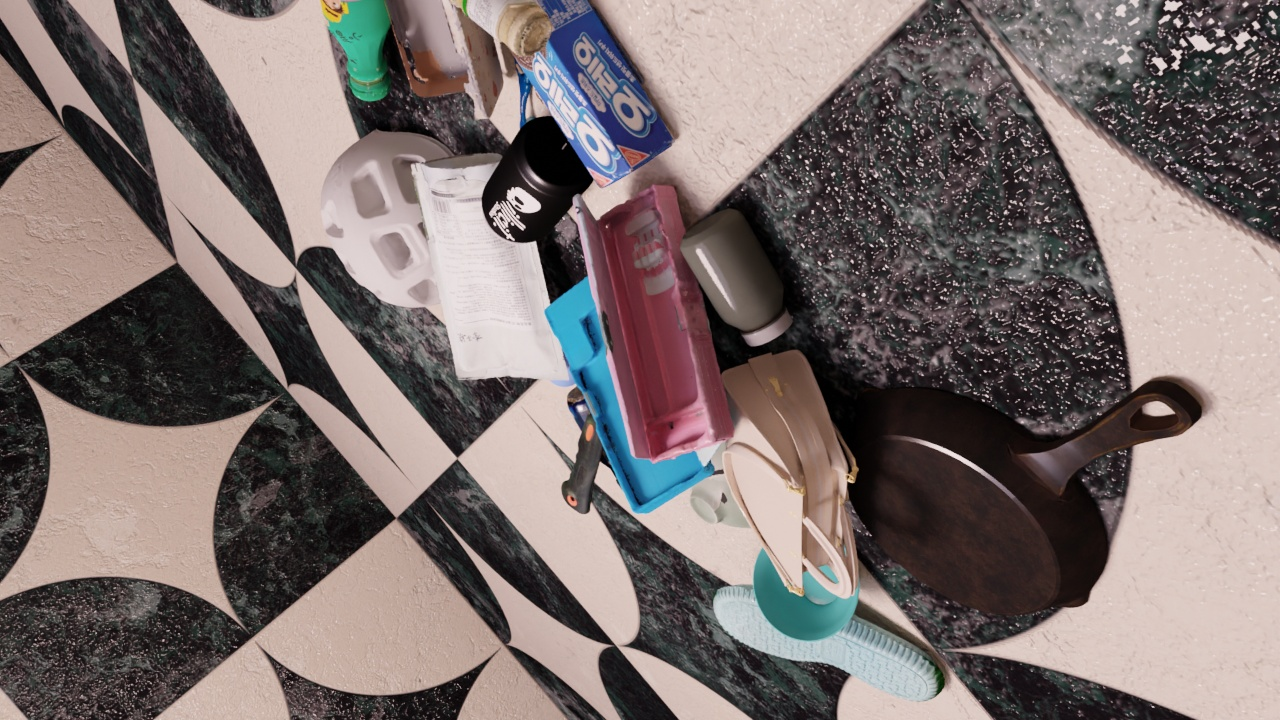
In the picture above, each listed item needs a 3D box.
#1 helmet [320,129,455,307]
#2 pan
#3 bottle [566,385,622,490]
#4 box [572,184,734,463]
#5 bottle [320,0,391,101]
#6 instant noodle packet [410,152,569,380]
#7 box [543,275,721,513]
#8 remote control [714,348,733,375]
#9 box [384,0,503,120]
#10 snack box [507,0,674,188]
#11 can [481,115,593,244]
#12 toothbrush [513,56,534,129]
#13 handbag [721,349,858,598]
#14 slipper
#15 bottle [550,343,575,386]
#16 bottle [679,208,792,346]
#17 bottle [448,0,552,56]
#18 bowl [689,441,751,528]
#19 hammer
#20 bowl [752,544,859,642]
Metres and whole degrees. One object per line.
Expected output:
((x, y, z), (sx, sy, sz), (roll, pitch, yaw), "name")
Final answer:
((-0.302, -0.178, 1.161), (0.282, 0.183, 0.224), (45, 157, 58), "helmet")
((0.278, 0.101, 0.707), (0.248, 0.043, 0.357), (46, 153, 7), "pan")
((-0.038, 0.099, 1.165), (0.056, 0.056, 0.161), (10, 134, 52), "bottle")
((-0.007, -0.030, 0.783), (0.100, 0.098, 0.232), (-22, 77, 47), "box")
((-0.290, -0.359, 0.937), (0.068, 0.068, 0.210), (40, 152, 18), "bottle")
((-0.169, -0.097, 1.038), (0.147, 0.057, 0.269), (2, 120, 19), "instant noodle packet")
((0.006, 0.004, 0.893), (0.175, 0.063, 0.243), (-47, 60, 41), "box")
((0.056, -0.007, 0.926), (0.140, 0.021, 0.046), (47, 152, 7), "remote control")
((-0.188, -0.326, 0.801), (0.108, 0.094, 0.217), (10, 139, 17), "box")
((-0.062, -0.253, 0.743), (0.226, 0.059, 0.060), (56, 152, -11), "snack box")
((-0.101, -0.170, 0.885), (0.080, 0.080, 0.146), (51, 153, -4), "can")
((-0.109, -0.263, 0.852), (0.021, 0.016, 0.132), (35, 147, 26), "toothbrush")
((0.143, 0.123, 0.810), (0.195, 0.101, 0.197), (80, 170, -45), "handbag")
((0.213, 0.308, 1.053), (0.276, 0.069, 0.116), (14, 139, 26), "slipper")
((-0.085, -0.018, 1.094), (0.048, 0.048, 0.131), (43, 152, 13), "bottle")
((0.082, -0.068, 0.765), (0.108, 0.060, 0.060), (57, 152, -15), "bottle")
((-0.116, -0.273, 0.692), (0.110, 0.042, 0.043), (41, 152, 14), "bottle")
((0.090, 0.146, 1.022), (0.174, 0.067, 0.174), (34, 148, 24), "bowl")
((-0.048, 0.066, 1.075), (0.133, 0.033, 0.334), (37, 135, 21), "hammer")
((0.187, 0.240, 0.995), (0.121, 0.121, 0.046), (29, -173, 35), "bowl")
